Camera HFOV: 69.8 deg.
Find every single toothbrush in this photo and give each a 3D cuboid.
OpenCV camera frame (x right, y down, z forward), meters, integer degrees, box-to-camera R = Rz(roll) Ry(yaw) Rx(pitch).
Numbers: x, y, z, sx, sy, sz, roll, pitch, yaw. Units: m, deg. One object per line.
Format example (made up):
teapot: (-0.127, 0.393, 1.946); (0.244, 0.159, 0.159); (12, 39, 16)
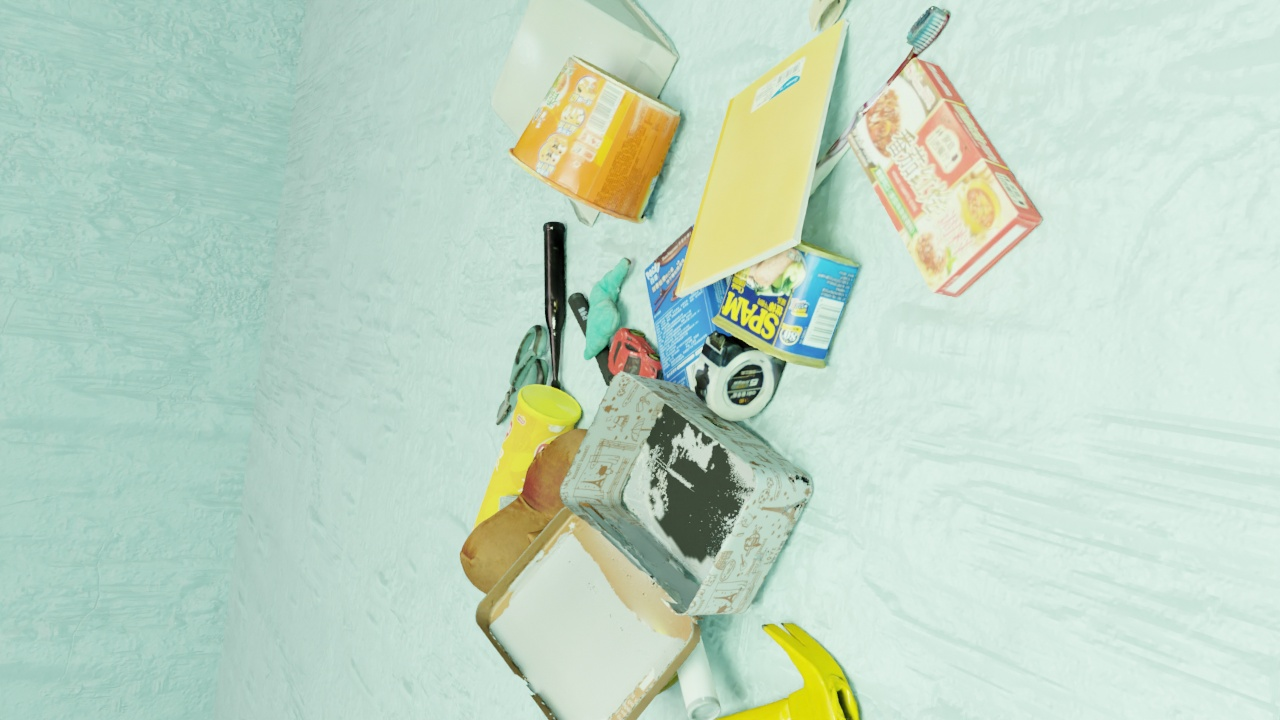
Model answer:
toothbrush: (-0.098, -0.055, 1.058); (0.027, 0.026, 0.212); (84, -176, -80)
toothbrush: (0.160, -0.180, 0.680); (0.188, 0.017, 0.016); (-52, 42, 38)
toothbrush: (0.028, 0.198, 0.771); (0.220, 0.026, 0.027); (-107, 36, -52)

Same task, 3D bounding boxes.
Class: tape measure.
tape measure: (0.076, 0.013, 0.730); (0.033, 0.065, 0.066); (45, 119, 55)

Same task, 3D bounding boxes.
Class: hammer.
hammer: (0.061, 0.298, 0.729); (0.302, 0.032, 0.128); (-41, 51, 46)

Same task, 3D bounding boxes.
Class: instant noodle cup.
instant noodle cup: (-0.038, -0.217, 0.891); (0.111, 0.151, 0.151); (-62, 37, 17)

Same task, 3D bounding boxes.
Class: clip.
clip: (0.147, -0.296, 0.683); (0.101, 0.096, 0.035); (-31, 58, 38)

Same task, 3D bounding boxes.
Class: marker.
marker: (-0.049, -0.024, 0.979); (0.132, 0.020, 0.022); (-117, 33, -40)

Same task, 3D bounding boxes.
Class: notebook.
notebook: (0.094, -0.157, 0.726); (0.146, 0.010, 0.205); (-22, 47, 55)

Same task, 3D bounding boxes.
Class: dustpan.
dustpan: (-0.057, -0.325, 1.060); (0.258, 0.142, 0.223); (44, 125, 18)

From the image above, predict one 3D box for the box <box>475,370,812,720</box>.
box: (-0.008, 0.158, 0.733); (0.178, 0.102, 0.261); (36, 104, 43)

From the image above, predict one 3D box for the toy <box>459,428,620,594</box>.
toy: (-0.078, 0.150, 0.884); (0.199, 0.130, 0.140); (-60, 15, -13)

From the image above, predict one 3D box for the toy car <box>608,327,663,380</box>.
toy car: (-0.005, 0.005, 0.883); (0.106, 0.031, 0.049); (51, 127, 58)

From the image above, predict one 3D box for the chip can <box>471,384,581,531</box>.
chip can: (-0.134, 0.133, 1.032); (0.072, 0.072, 0.214); (52, 127, 48)

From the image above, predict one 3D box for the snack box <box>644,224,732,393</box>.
snack box: (0.047, -0.033, 0.822); (0.085, 0.026, 0.157); (-40, 52, 48)

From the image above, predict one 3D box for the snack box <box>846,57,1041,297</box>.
snack box: (0.195, -0.123, 0.607); (0.075, 0.025, 0.152); (-51, 44, 41)

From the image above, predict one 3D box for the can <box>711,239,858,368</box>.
can: (0.109, -0.051, 0.700); (0.102, 0.057, 0.083); (36, 111, 54)

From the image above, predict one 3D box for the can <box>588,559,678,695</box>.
can: (-0.013, 0.234, 0.817); (0.075, 0.075, 0.111); (-65, 36, 26)

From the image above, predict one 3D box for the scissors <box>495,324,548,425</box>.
scissors: (-0.149, 0.014, 1.128); (0.186, 0.019, 0.129); (-26, 56, 59)

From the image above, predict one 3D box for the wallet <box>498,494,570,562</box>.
wallet: (-0.110, 0.212, 0.971); (0.107, 0.037, 0.129); (5, 90, 21)

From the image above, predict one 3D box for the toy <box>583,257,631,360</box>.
toy: (-0.035, -0.059, 0.943); (0.097, 0.030, 0.091); (-51, 30, 41)
